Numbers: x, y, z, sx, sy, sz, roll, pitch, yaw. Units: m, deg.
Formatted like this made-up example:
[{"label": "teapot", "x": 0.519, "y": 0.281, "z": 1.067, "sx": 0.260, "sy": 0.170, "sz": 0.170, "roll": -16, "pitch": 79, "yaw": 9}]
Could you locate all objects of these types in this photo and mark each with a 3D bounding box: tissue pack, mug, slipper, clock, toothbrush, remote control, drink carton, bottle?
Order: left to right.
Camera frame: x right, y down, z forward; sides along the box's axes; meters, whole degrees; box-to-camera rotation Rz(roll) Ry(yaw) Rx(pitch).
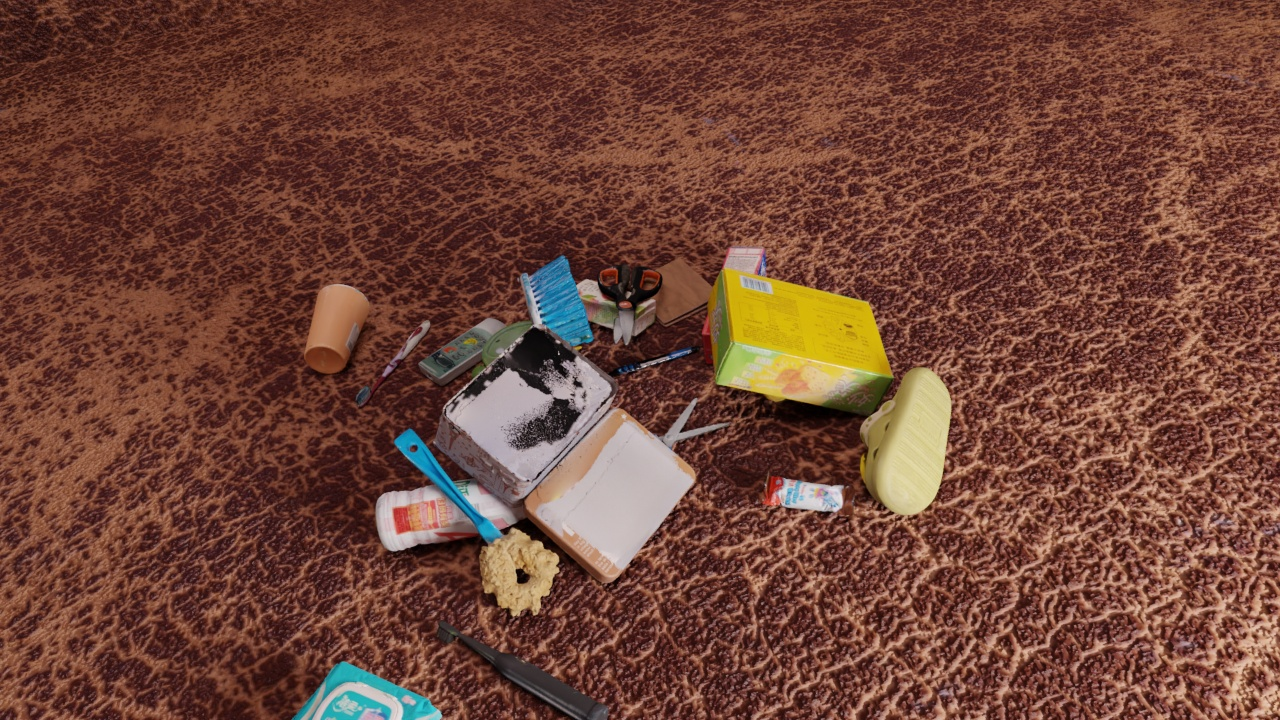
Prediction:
[{"label": "mug", "x": -0.449, "y": -0.043, "z": 1.347, "sx": 0.078, "sy": 0.078, "sz": 0.122, "roll": -5, "pitch": 46, "yaw": 5}, {"label": "tissue pack", "x": -0.267, "y": 0.349, "z": 0.870, "sx": 0.134, "sy": 0.050, "sz": 0.093, "roll": 12, "pitch": 46, "yaw": 23}, {"label": "toothbrush", "x": -0.354, "y": 0.000, "z": 1.318, "sx": 0.016, "sy": 0.017, "sz": 0.187, "roll": 10, "pitch": 45, "yaw": 20}, {"label": "remote control", "x": -0.249, "y": -0.015, "z": 1.313, "sx": 0.134, "sy": 0.019, "sz": 0.056, "roll": -37, "pitch": 47, "yaw": -28}, {"label": "bottle", "x": -0.198, "y": 0.169, "z": 1.053, "sx": 0.197, "sy": 0.068, "sz": 0.068, "roll": -10, "pitch": 40, "yaw": -2}, {"label": "toothbrush", "x": -0.125, "y": 0.308, "z": 0.912, "sx": 0.213, "sy": 0.027, "sz": 0.026, "roll": 18, "pitch": 3, "yaw": 30}, {"label": "clock", "x": -0.161, "y": 0.013, "z": 1.236, "sx": 0.116, "sy": 0.056, "sz": 0.160, "roll": 15, "pitch": 46, "yaw": 27}, {"label": "drink carton", "x": -0.042, "y": -0.075, "z": 1.322, "sx": 0.123, "sy": 0.046, "sz": 0.053, "roll": 19, "pitch": 35, "yaw": 27}, {"label": "toothbrush", "x": -0.007, "y": 0.007, "z": 1.245, "sx": 0.189, "sy": 0.016, "sz": 0.014, "roll": -17, "pitch": 49, "yaw": -10}, {"label": "slipper", "x": 0.297, "y": 0.094, "z": 1.047, "sx": 0.082, "sy": 0.091, "sz": 0.190, "roll": -24, "pitch": 30, "yaw": 52}]

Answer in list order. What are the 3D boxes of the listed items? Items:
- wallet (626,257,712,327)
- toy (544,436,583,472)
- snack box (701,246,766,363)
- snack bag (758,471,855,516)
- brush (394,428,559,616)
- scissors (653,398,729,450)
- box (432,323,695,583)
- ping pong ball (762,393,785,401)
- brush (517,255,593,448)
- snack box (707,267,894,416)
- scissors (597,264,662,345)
[{"label": "wallet", "x": 0.047, "y": -0.101, "z": 1.358, "sx": 0.101, "sy": 0.020, "sz": 0.115, "roll": -28, "pitch": 46, "yaw": -19}, {"label": "toy", "x": -0.100, "y": 0.133, "z": 1.106, "sx": 0.096, "sy": 0.030, "sz": 0.091, "roll": -20, "pitch": 39, "yaw": -3}, {"label": "snack box", "x": 0.136, "y": -0.081, "z": 1.287, "sx": 0.058, "sy": 0.057, "sz": 0.206, "roll": 3, "pitch": 42, "yaw": 17}, {"label": "snack bag", "x": 0.188, "y": 0.152, "z": 1.030, "sx": 0.105, "sy": 0.026, "sz": 0.045, "roll": 6, "pitch": 40, "yaw": 14}, {"label": "brush", "x": -0.183, "y": 0.171, "z": 1.001, "sx": 0.083, "sy": 0.046, "sz": 0.254, "roll": -40, "pitch": 72, "yaw": -17}, {"label": "scissors", "x": 0.026, "y": 0.104, "z": 1.128, "sx": 0.162, "sy": 0.012, "sz": 0.174, "roll": 0, "pitch": 41, "yaw": 11}, {"label": "box", "x": -0.078, "y": 0.103, "z": 1.031, "sx": 0.259, "sy": 0.082, "sz": 0.176, "roll": 40, "pitch": 55, "yaw": 6}, {"label": "ping pong ball", "x": 0.172, "y": 0.032, "z": 1.161, "sx": 0.040, "sy": 0.040, "sz": 0.040, "roll": -5, "pitch": 41, "yaw": 5}, {"label": "brush", "x": -0.110, "y": -0.015, "z": 1.181, "sx": 0.109, "sy": 0.061, "sz": 0.314, "roll": -17, "pitch": 47, "yaw": -5}, {"label": "snack box", "x": 0.194, "y": -0.024, "z": 1.145, "sx": 0.210, "sy": 0.070, "sz": 0.157, "roll": 12, "pitch": 39, "yaw": -11}, {"label": "scissors", "x": -0.005, "y": -0.080, "z": 1.265, "sx": 0.148, "sy": 0.022, "sz": 0.234, "roll": -8, "pitch": 32, "yaw": -18}]
